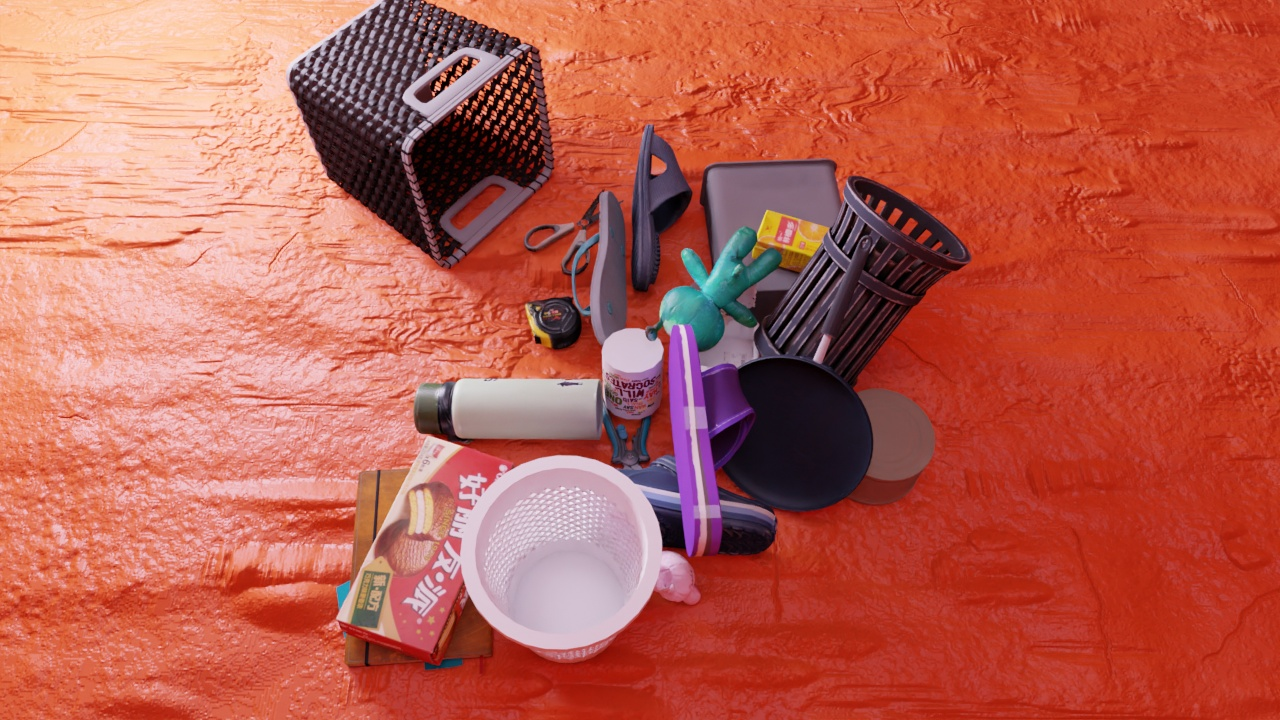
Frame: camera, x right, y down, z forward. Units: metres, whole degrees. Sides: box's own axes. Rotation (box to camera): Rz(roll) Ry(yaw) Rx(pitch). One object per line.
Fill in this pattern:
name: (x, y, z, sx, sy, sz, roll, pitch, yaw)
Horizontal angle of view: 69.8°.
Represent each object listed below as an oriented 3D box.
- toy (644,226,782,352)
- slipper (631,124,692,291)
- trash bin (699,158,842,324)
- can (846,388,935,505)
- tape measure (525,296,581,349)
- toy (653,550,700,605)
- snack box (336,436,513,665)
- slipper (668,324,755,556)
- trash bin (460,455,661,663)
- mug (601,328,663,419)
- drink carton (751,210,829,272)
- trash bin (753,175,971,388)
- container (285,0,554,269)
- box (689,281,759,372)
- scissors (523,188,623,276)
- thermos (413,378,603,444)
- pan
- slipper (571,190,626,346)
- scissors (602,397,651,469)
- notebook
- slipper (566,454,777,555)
toy: (0.088, -0.076, 1.115, 0.130, 0.072, 0.193, 42, 90, -4)
slipper: (0.030, -0.215, 1.310, 0.082, 0.101, 0.263, 5, 65, -8)
trash bin: (0.191, -0.165, 1.280, 0.192, 0.098, 0.219, -3, 61, -3)
can: (0.292, 0.106, 1.135, 0.128, 0.073, 0.127, 1, 59, -1)
tape measure: (-0.115, -0.051, 1.235, 0.071, 0.042, 0.072, -10, 56, -9)
toy: (0.038, 0.242, 1.031, 0.047, 0.110, 0.063, -40, 65, 2)
snack box: (-0.237, 0.212, 1.046, 0.113, 0.060, 0.235, 17, 60, 6)
slipper: (0.085, 0.085, 1.014, 0.084, 0.107, 0.266, -1, 56, -5)
trash bin: (-0.079, 0.232, 0.976, 0.195, 0.200, 0.195, 1, 59, -1)
mug: (-0.007, 0.007, 1.160, 0.073, 0.090, 0.105, 8, 48, 7)
drink carton: (0.217, -0.146, 1.193, 0.134, 0.043, 0.058, 17, 60, 6)
trash bin: (0.250, -0.077, 1.090, 0.164, 0.228, 0.164, 24, 30, -15)
container: (-0.300, -0.329, 1.278, 0.244, 0.246, 0.246, 33, 64, 20)
box: (0.107, -0.042, 1.182, 0.108, 0.137, 0.128, 7, 60, -1)
scissors: (-0.091, -0.185, 1.331, 0.158, 0.013, 0.162, -9, 60, -9)
thermos: (-0.165, 0.064, 1.143, 0.231, 0.082, 0.082, 0, 59, 4)
pan: (0.197, 0.019, 1.054, 0.199, 0.357, 0.021, 25, 29, 15)
slipper: (-0.054, -0.119, 1.260, 0.055, 0.098, 0.268, -12, 49, 19)
scissors: (-0.013, 0.096, 1.163, 0.124, 0.019, 0.156, -38, 66, -22)
notebook: (-0.263, 0.242, 1.073, 0.178, 0.014, 0.248, -3, 60, -4)
slipper: (0.036, 0.165, 1.080, 0.253, 0.105, 0.095, 12, 56, 2)
